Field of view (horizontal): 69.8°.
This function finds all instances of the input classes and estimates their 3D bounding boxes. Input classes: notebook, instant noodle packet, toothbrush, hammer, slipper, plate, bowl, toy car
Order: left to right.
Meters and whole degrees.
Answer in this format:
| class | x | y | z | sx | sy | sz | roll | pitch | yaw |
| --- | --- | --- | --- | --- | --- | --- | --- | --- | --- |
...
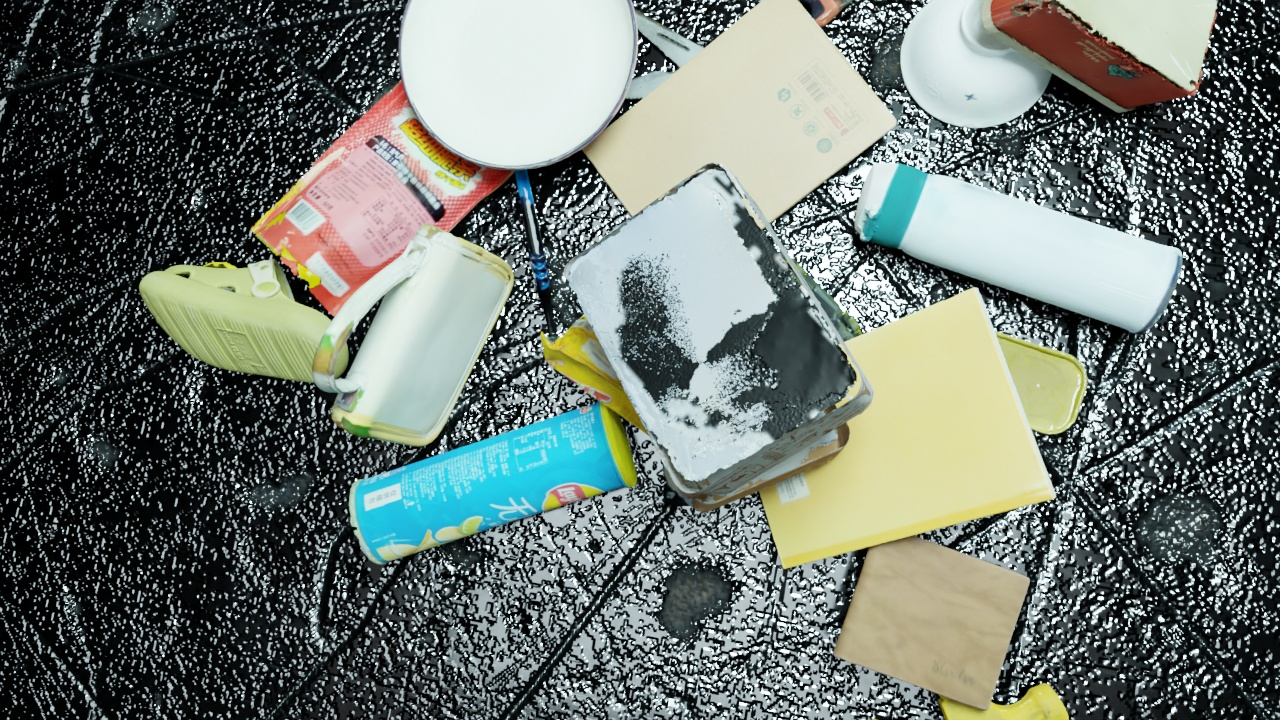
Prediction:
| class | x | y | z | sx | sy | sz | roll | pitch | yaw |
| --- | --- | --- | --- | --- | --- | --- | --- | --- | --- |
| slipper | -0.313 | -0.038 | 0.754 | 0.191 | 0.092 | 0.081 | 14 | 47 | 17 |
| plate | -0.095 | -0.244 | 0.728 | 0.192 | 0.039 | 0.192 | 0 | 91 | 9 |
| toothbrush | -0.083 | -0.082 | 0.744 | 0.014 | 0.016 | 0.189 | -11 | 89 | -3 |
| instant noodle packet | -0.004 | 0.004 | 0.694 | 0.128 | 0.110 | 0.044 | 36 | 125 | 9 |
| notebook | 0.075 | -0.179 | 0.734 | 0.208 | 0.008 | 0.148 | -38 | 82 | 9 |
| toy car | 0.127 | -0.035 | 0.710 | 0.048 | 0.032 | 0.105 | -44 | 77 | 9 |
| notebook | 0.164 | 0.054 | 0.647 | 0.207 | 0.010 | 0.145 | -26 | 73 | 36 |
| hammer | 0.189 | 0.153 | 0.682 | 0.129 | 0.033 | 0.300 | -24 | 81 | 3 |
| bowl | 0.264 | -0.246 | 0.702 | 0.118 | 0.065 | 0.118 | -1 | 83 | 7 |

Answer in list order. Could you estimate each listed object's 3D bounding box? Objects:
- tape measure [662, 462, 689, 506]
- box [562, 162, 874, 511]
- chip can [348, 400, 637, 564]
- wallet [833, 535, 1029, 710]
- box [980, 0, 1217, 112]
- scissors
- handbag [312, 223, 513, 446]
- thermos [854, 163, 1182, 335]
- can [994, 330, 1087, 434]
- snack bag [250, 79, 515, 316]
| class | x | y | z | sx | sy | sz | roll | pitch | yaw |
| --- | --- | --- | --- | --- | --- | --- | --- | --- | --- |
| tape measure | 0.048 | 0.079 | 0.708 | 0.066 | 0.033 | 0.065 | -6 | 84 | 7 |
| box | 0.059 | -0.003 | 0.625 | 0.150 | 0.166 | 0.182 | -33 | 72 | 15 |
| chip can | -0.112 | 0.094 | 0.709 | 0.210 | 0.071 | 0.071 | -19 | 81 | 6 |
| wallet | 0.207 | 0.181 | 0.651 | 0.115 | 0.020 | 0.101 | 18 | 87 | 6 |
| box | 0.333 | -0.251 | 0.646 | 0.168 | 0.078 | 0.091 | 17 | 85 | -27 |
| scissors | 0.078 | -0.234 | 0.751 | 0.225 | 0.015 | 0.189 | -21 | 81 | 6 |
| handbag | -0.178 | -0.024 | 0.677 | 0.063 | 0.178 | 0.163 | 25 | 88 | 15 |
| thermos | 0.272 | -0.090 | 0.683 | 0.224 | 0.073 | 0.073 | 21 | 86 | 10 |
| can | 0.254 | 0.017 | 0.663 | 0.102 | 0.083 | 0.057 | 19 | 86 | 9 |
| snack bag | -0.208 | -0.140 | 0.755 | 0.128 | 0.073 | 0.207 | 44 | 82 | 3 |
